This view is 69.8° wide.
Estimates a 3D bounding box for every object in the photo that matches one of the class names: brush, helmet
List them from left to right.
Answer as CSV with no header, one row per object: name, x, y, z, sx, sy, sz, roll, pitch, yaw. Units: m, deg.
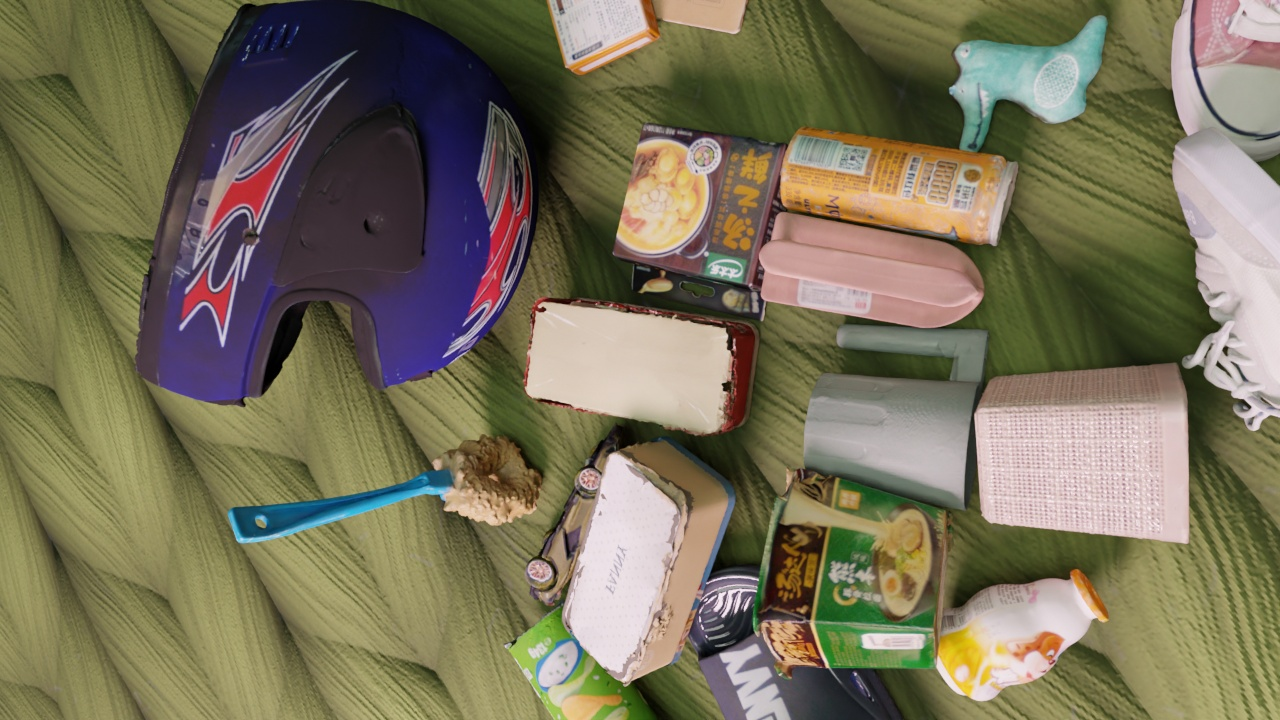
helmet,-0.206,-0.096,0.686,0.240,0.247,0.315,19,97,-14
brush,-0.181,0.103,0.694,0.046,0.254,0.083,-45,63,37
brush,0.156,-0.058,0.619,0.146,0.073,0.063,14,98,21

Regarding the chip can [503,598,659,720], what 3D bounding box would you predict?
chip can,-0.014,0.302,0.721,0.072,0.072,0.236,-43,76,21

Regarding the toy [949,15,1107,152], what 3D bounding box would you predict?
toy,0.244,-0.178,0.596,0.092,0.030,0.096,19,108,27

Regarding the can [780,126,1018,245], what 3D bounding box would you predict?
can,0.170,-0.118,0.615,0.146,0.058,0.058,15,100,23

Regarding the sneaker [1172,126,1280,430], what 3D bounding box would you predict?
sneaker,0.360,-0.016,0.523,0.091,0.089,0.242,-35,88,29

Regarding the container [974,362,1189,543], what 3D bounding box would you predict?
container,0.269,0.054,0.563,0.111,0.090,0.090,-2,102,27

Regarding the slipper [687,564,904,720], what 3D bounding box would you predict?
slipper,0.126,0.263,0.650,0.111,0.083,0.268,-42,78,19

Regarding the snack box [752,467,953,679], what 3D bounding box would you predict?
snack box,0.141,0.143,0.590,0.106,0.118,0.117,4,59,23

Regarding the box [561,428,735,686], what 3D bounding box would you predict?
box,0.004,0.141,0.673,0.090,0.059,0.185,37,119,36

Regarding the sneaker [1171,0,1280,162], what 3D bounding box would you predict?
sneaker,0.360,-0.233,0.504,0.118,0.087,0.241,15,102,23

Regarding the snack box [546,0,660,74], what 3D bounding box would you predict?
snack box,-0.041,-0.308,0.706,0.075,0.026,0.153,-17,87,24

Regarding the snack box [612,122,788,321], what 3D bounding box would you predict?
snack box,0.047,-0.103,0.681,0.113,0.053,0.125,15,94,23

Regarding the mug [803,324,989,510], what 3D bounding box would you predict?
mug,0.174,0.033,0.621,0.103,0.083,0.123,5,69,25

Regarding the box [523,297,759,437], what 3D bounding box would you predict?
box,-0.004,0.004,0.691,0.168,0.080,0.091,10,97,24

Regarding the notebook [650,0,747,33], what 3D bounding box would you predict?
notebook,0.000,-0.343,0.705,0.208,0.008,0.148,19,101,22

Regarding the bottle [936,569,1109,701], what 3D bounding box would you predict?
bottle,0.245,0.176,0.598,0.109,0.063,0.063,-36,79,23

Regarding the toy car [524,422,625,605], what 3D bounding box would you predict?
toy car,-0.046,0.122,0.724,0.042,0.070,0.158,26,106,1
